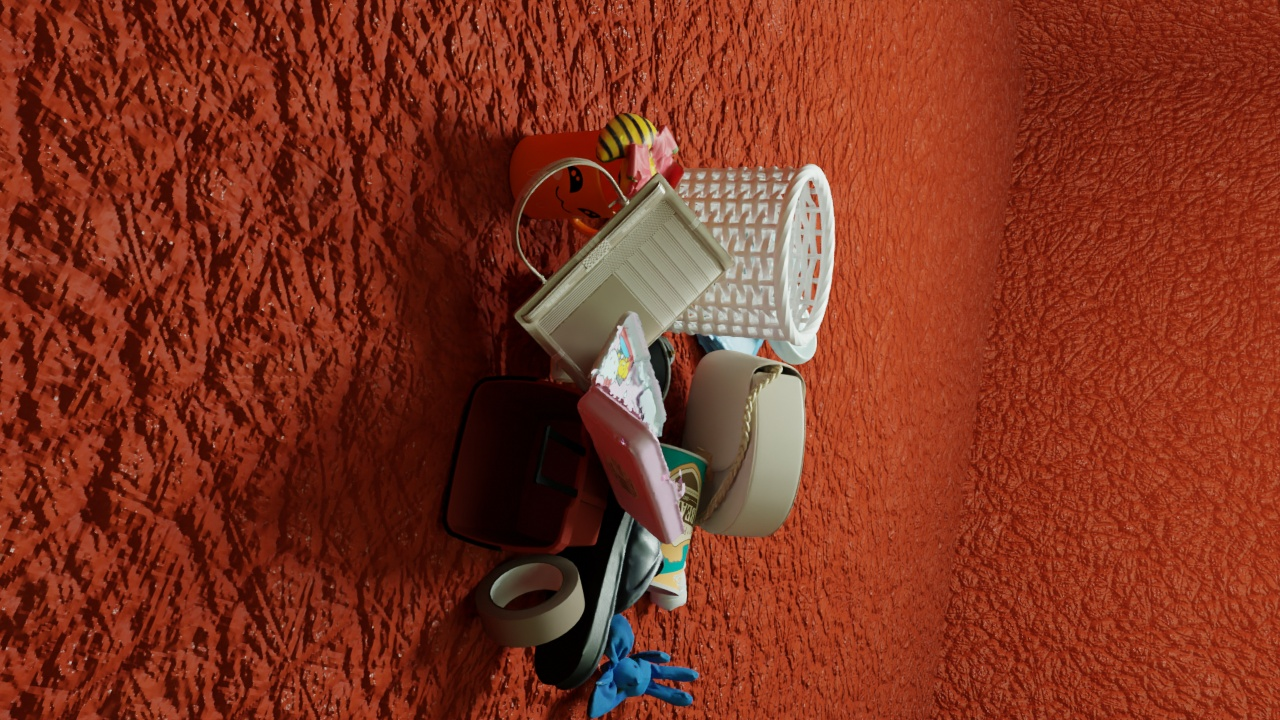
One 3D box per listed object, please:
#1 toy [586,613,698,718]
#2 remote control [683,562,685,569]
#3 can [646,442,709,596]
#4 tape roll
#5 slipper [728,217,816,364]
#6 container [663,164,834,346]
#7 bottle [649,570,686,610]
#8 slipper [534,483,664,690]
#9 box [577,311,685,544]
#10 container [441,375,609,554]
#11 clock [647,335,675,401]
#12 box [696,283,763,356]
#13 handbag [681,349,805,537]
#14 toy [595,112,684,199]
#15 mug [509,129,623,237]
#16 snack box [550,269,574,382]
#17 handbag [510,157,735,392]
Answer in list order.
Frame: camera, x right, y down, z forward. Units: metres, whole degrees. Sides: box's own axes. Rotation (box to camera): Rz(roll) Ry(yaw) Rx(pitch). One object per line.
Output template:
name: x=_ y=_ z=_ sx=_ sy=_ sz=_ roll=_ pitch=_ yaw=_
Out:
toy: x=-0.006 y=0.345 z=1.022 sx=0.176 sy=0.071 sz=0.112 roll=31 pitch=64 yaw=-46
remote control: x=0.040 y=0.205 z=1.132 sx=0.033 sy=0.012 sz=0.131 roll=-34 pitch=123 yaw=-53
can: x=0.010 y=0.170 z=0.992 sx=0.099 sy=0.099 sz=0.143 roll=41 pitch=59 yaw=-54
tape roll: x=-0.098 y=0.213 z=0.819 sx=0.093 sy=0.094 sz=0.030 roll=-41 pitch=127 yaw=-50
slipper: x=0.182 y=-0.102 z=1.197 sx=0.245 sy=0.074 sz=0.103 roll=59 pitch=44 yaw=-25
container: x=0.097 y=-0.118 z=1.002 sx=0.188 sy=0.187 sz=0.189 roll=-23 pitch=116 yaw=-61
bottle: x=0.030 y=0.226 z=1.087 sx=0.044 sy=0.044 sz=0.136 roll=-24 pitch=114 yaw=-56
slipper: x=-0.023 y=0.195 z=0.899 sx=0.083 sy=0.109 sz=0.264 roll=33 pitch=56 yaw=-29
box: x=0.009 y=0.060 z=0.783 sx=0.101 sy=0.111 sz=0.201 roll=-45 pitch=151 yaw=-17
container: x=-0.098 y=0.088 z=0.772 sx=0.201 sy=0.127 sz=0.148 roll=40 pitch=59 yaw=-66
clock: x=-0.006 y=0.006 z=0.987 sx=0.147 sy=0.056 sz=0.104 roll=-33 pitch=112 yaw=-48
box: x=0.156 y=-0.059 z=1.258 sx=0.231 sy=0.060 sz=0.175 roll=-62 pitch=144 yaw=-35
handbag: x=0.120 y=0.098 z=1.064 sx=0.103 sy=0.211 sz=0.208 roll=7 pitch=94 yaw=-18
toy: x=0.001 y=-0.168 z=0.800 sx=0.084 sy=0.046 sz=0.103 roll=-49 pitch=136 yaw=-15
mug: x=-0.052 y=-0.157 z=0.849 sx=0.077 sy=0.096 sz=0.113 roll=-63 pitch=142 yaw=-34
snack box: x=-0.043 y=-0.032 z=0.878 sx=0.061 sy=0.083 sz=0.106 roll=-161 pitch=-106 yaw=-83
handbag: x=-0.035 y=-0.085 z=0.755 sx=0.175 sy=0.062 sz=0.198 roll=-44 pitch=140 yaw=-2
